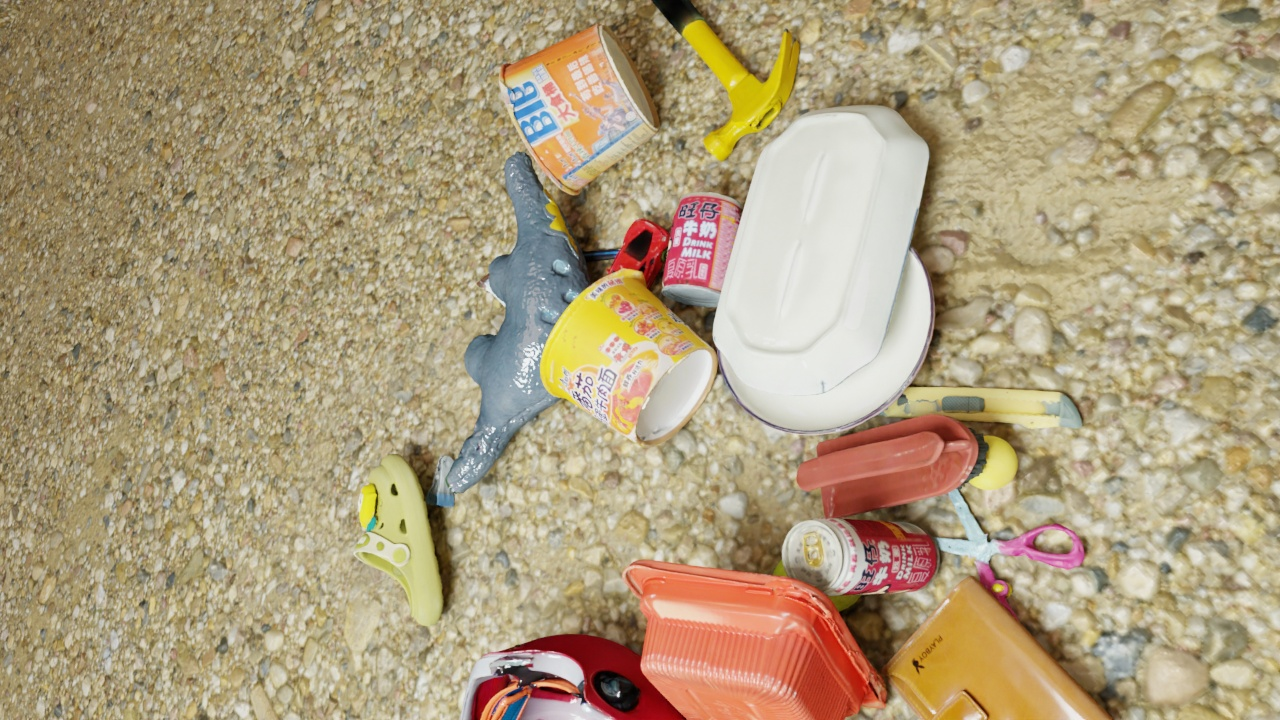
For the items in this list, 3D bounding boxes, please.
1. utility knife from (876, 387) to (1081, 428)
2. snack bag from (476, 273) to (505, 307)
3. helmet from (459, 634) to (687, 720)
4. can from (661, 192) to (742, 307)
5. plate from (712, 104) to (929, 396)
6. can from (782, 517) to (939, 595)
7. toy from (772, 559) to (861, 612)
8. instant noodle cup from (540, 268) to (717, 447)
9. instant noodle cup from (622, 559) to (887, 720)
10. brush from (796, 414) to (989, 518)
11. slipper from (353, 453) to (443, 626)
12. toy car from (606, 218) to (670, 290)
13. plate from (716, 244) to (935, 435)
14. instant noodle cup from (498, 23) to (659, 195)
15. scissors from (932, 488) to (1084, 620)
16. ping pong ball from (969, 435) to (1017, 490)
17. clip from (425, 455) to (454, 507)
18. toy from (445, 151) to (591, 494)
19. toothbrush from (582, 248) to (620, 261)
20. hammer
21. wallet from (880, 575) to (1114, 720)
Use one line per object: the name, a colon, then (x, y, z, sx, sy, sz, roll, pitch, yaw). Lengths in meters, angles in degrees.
utility knife: (0.244, 0.037, 0.723, 0.191, 0.020, 0.031, -1, 70, 39)
snack bag: (-0.141, -0.072, 1.008, 0.048, 0.026, 0.104, -42, 58, 1)
helmet: (-0.031, 0.325, 0.743, 0.240, 0.143, 0.207, 24, 111, 36)
can: (0.059, -0.102, 0.854, 0.067, 0.066, 0.093, 3, 79, 35)
plate: (0.142, -0.102, 0.767, 0.162, 0.034, 0.265, 10, 78, 38)
can: (0.162, 0.143, 0.667, 0.053, 0.132, 0.053, -12, 73, 44)
toy: (0.134, 0.190, 0.741, 0.097, 0.031, 0.100, -4, 75, 36)
instant noodle cup: (-0.005, 0.005, 0.832, 0.110, 0.138, 0.138, 37, 99, 28)
instant noodle cup: (0.078, 0.222, 0.671, 0.165, 0.189, 0.078, -3, 46, 35)
brush: (0.186, 0.078, 0.687, 0.146, 0.069, 0.063, -26, 63, 51)
slipper: (-0.260, 0.191, 0.968, 0.190, 0.081, 0.092, 69, 154, 22)
toy car: (-0.009, -0.088, 0.913, 0.049, 0.031, 0.106, 36, 105, 30)
plate: (0.157, -0.027, 0.776, 0.193, 0.039, 0.192, -13, 65, 31)
instant noodle cup: (-0.057, -0.261, 0.936, 0.112, 0.151, 0.151, -26, 63, 17)
scissors: (0.262, 0.140, 0.678, 0.131, 0.017, 0.133, -33, 57, 27)
ping pong ball: (0.259, 0.076, 0.681, 0.040, 0.040, 0.040, -10, 71, 32)
clip: (-0.217, 0.132, 1.004, 0.043, 0.026, 0.058, -4, 74, 42)
toy: (-0.114, -0.031, 0.929, 0.138, 0.091, 0.356, 13, 89, 17)
toothbrush: (-0.061, -0.110, 0.974, 0.190, 0.016, 0.014, 0, 71, 32)
hammer: (0.057, -0.341, 0.944, 0.129, 0.032, 0.300, -42, 58, 18)
wallet: (0.243, 0.241, 0.646, 0.119, 0.035, 0.130, -55, 50, 18)
